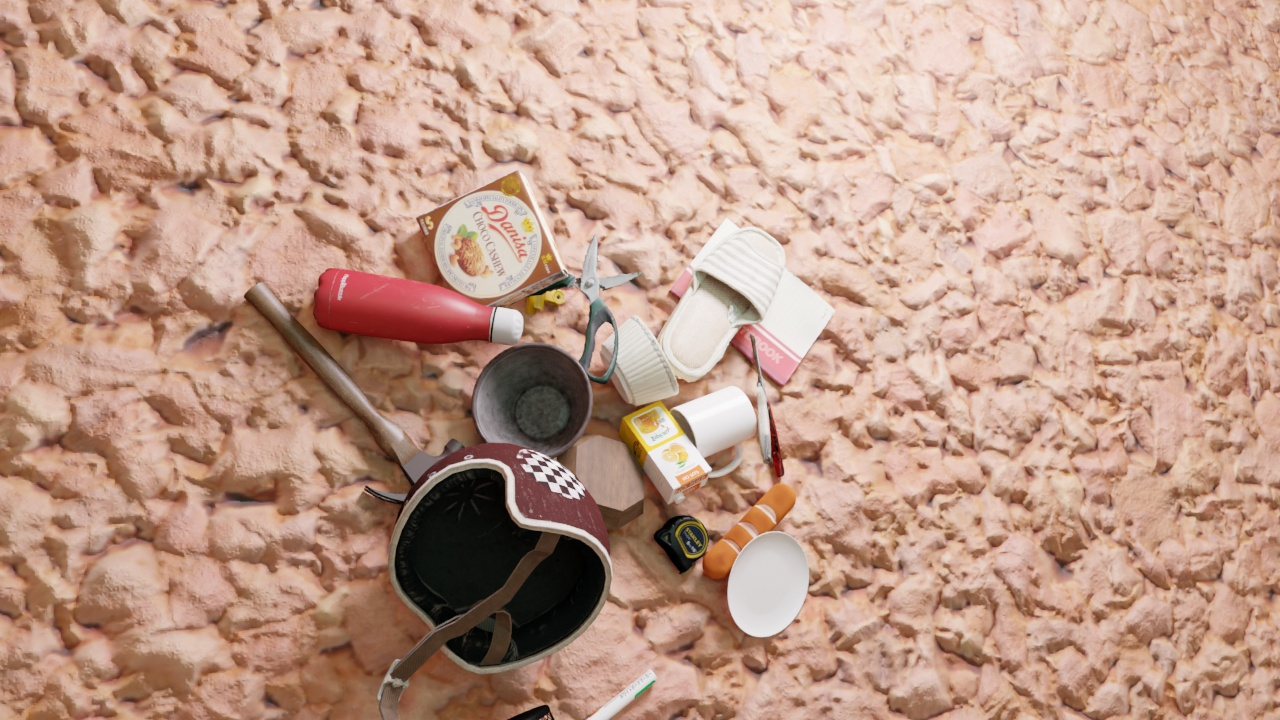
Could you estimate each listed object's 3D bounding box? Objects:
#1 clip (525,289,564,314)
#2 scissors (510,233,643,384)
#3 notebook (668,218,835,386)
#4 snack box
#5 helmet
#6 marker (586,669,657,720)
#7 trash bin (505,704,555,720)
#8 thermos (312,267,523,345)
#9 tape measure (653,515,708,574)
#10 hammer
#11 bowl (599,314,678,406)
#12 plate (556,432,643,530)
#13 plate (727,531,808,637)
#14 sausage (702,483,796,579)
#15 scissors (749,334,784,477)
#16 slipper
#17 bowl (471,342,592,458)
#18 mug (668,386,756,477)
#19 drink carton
[{"bbox_3d":[-0.123,-0.086,1.189,0.048,0.046,0.054,1,71,7],"label":"clip"},{"bbox_3d":[-0.097,-0.067,1.148,0.205,0.015,0.201,-1,70,12],"label":"scissors"},{"bbox_3d":[0.160,-0.083,1.294,0.209,0.012,0.152,39,67,-4],"label":"notebook"},{"bbox_3d":[-0.184,-0.141,1.145,0.147,0.041,0.143,-24,82,4],"label":"snack box"},{"bbox_3d":[-0.153,0.215,0.975,0.233,0.253,0.234,13,111,-36],"label":"helmet"},{"bbox_3d":[-0.041,0.415,1.080,0.145,0.017,0.017,-32,87,-24],"label":"marker"},{"bbox_3d":[-0.121,0.489,0.950,0.183,0.184,0.210,-20,76,-23],"label":"trash bin"},{"bbox_3d":[-0.258,-0.056,1.085,0.240,0.073,0.073,9,72,-4],"label":"thermos"},{"bbox_3d":[0.054,0.226,1.157,0.061,0.034,0.061,-37,97,-20],"label":"tape measure"},{"bbox_3d":[-0.345,0.037,1.076,0.323,0.033,0.115,48,64,-1],"label":"hammer"},{"bbox_3d":[-0.007,0.007,1.163,0.062,0.115,0.115,-29,86,-9],"label":"bowl"},{"bbox_3d":[-0.044,0.142,1.124,0.131,0.025,0.131,20,49,-25],"label":"plate"},{"bbox_3d":[0.161,0.285,1.172,0.134,0.011,0.134,-2,94,-32],"label":"plate"},{"bbox_3d":[0.140,0.221,1.183,0.039,0.044,0.164,39,64,23],"label":"sausage"},{"bbox_3d":[0.164,0.070,1.206,0.015,0.179,0.198,-11,109,14],"label":"scissors"},{"bbox_3d":[0.114,-0.083,1.235,0.114,0.054,0.271,39,61,0],"label":"slipper"},{"bbox_3d":[-0.125,0.056,1.112,0.145,0.067,0.144,-1,76,5],"label":"bowl"},{"bbox_3d":[0.096,0.099,1.195,0.090,0.074,0.110,-20,108,-23],"label":"mug"},{"bbox_3d":[0.031,0.117,1.153,0.058,0.040,0.122,-24,62,-25],"label":"drink carton"}]
